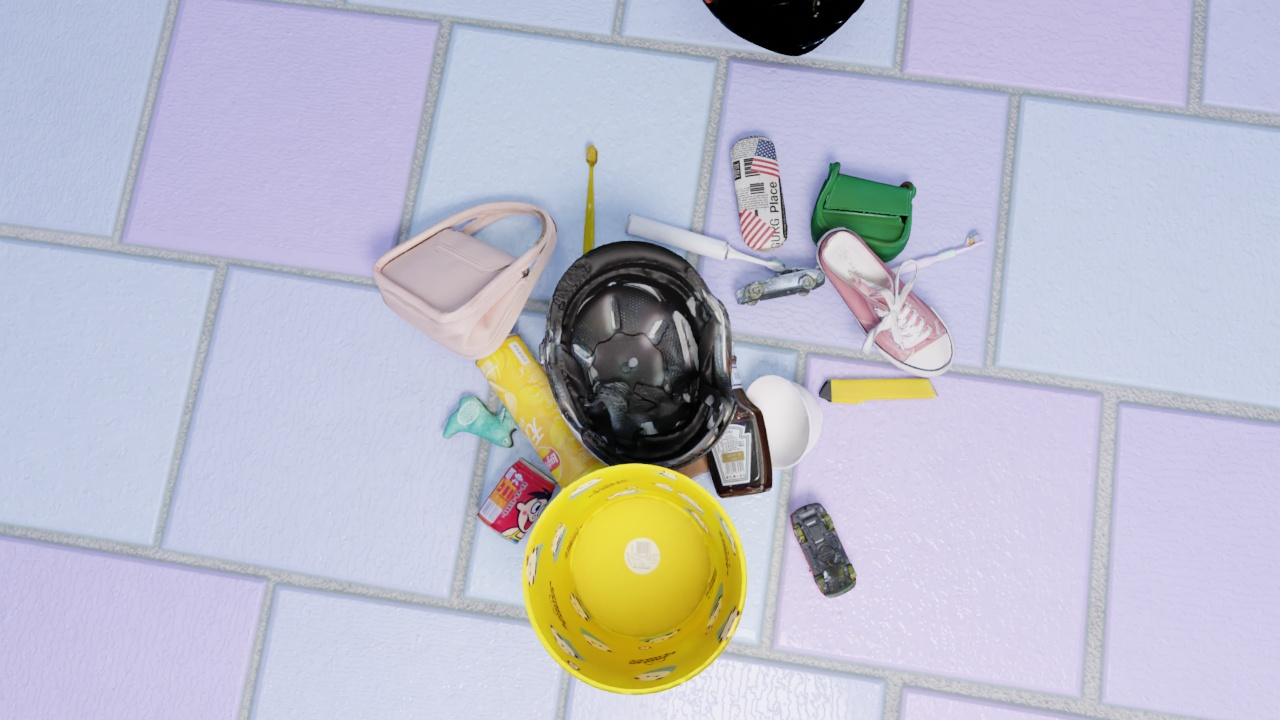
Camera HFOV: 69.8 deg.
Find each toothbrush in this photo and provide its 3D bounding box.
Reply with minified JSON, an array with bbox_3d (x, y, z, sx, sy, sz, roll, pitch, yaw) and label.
[{"bbox_3d":[-0.069,-0.202,1.249,0.016,0.016,0.190,1,81,3],"label":"toothbrush"},{"bbox_3d":[0.364,-0.129,1.221,0.189,0.029,0.021,-20,118,0],"label":"toothbrush"},{"bbox_3d":[0.087,-0.154,1.231,0.221,0.027,0.026,17,43,5],"label":"toothbrush"}]

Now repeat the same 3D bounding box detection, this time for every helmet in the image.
[{"bbox_3d":[0.176,-0.531,1.191,0.275,0.230,0.233,35,74,17],"label":"helmet"},{"bbox_3d":[-0.007,0.007,1.120,0.230,0.157,0.274,-15,81,-11],"label":"helmet"}]

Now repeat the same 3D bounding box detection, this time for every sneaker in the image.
[{"bbox_3d":[0.311,-0.065,1.150,0.118,0.087,0.241,-40,101,13],"label":"sneaker"}]

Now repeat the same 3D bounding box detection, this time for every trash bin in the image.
[{"bbox_3d":[-0.002,0.242,1.051,0.229,0.255,0.229,0,80,2],"label":"trash bin"}]

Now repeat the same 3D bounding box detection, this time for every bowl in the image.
[{"bbox_3d":[0.191,0.074,1.163,0.064,0.119,0.118,-7,77,-39],"label":"bowl"}]

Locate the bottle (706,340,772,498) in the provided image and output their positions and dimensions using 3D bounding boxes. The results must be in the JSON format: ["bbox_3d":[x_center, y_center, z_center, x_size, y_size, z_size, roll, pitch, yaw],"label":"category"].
[{"bbox_3d":[0.116,0.073,1.158,0.080,0.044,0.195,-12,84,25],"label":"bottle"}]

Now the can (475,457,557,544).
[{"bbox_3d":[-0.156,0.177,1.163,0.066,0.066,0.093,34,83,7],"label":"can"}]

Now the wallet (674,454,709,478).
[{"bbox_3d":[0.065,0.093,1.195,0.101,0.020,0.115,-22,83,0],"label":"wallet"}]

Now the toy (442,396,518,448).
[{"bbox_3d":[-0.200,0.077,1.202,0.092,0.030,0.096,27,75,1],"label":"toy"}]

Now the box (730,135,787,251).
[{"bbox_3d":[0.159,-0.224,1.236,0.069,0.052,0.164,-2,78,-12],"label":"box"}]

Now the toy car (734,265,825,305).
[{"bbox_3d":[0.183,-0.099,1.205,0.120,0.054,0.036,-14,83,1],"label":"toy car"}]

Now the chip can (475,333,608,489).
[{"bbox_3d":[-0.124,0.068,1.165,0.072,0.072,0.213,-36,78,-4],"label":"chip can"}]

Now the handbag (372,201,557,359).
[{"bbox_3d":[-0.209,-0.127,1.190,0.193,0.093,0.233,28,65,34],"label":"handbag"}]

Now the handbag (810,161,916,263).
[{"bbox_3d":[0.296,-0.195,1.215,0.131,0.068,0.120,16,74,6],"label":"handbag"}]

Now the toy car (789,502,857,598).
[{"bbox_3d":[0.229,0.237,1.151,0.053,0.045,0.120,-23,86,0],"label":"toy car"}]

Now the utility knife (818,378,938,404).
[{"bbox_3d":[0.310,0.040,1.196,0.156,0.015,0.033,0,87,1],"label":"utility knife"}]
